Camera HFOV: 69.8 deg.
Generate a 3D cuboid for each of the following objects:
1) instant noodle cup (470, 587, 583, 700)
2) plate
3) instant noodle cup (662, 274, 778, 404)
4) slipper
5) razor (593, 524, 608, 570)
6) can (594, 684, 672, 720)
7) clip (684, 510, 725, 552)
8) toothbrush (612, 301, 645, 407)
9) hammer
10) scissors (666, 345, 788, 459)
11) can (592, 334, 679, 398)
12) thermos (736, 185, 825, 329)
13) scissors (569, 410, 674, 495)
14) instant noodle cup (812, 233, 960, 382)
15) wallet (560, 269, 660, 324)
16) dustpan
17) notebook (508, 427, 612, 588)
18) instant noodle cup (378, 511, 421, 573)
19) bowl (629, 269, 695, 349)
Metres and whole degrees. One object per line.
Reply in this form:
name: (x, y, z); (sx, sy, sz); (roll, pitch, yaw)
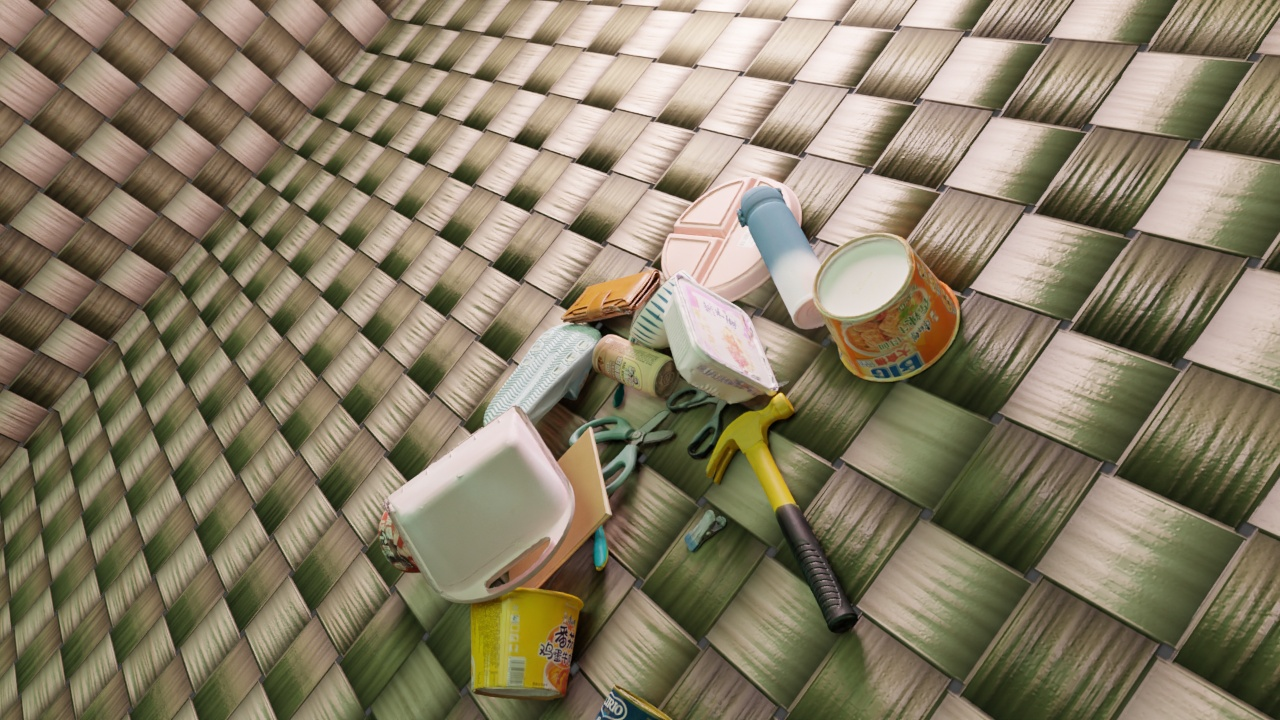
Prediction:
instant noodle cup: (-0.138, 0.336, 1.077); (0.138, 0.138, 0.109); (-16, 59, 31)
plate: (0.125, -0.179, 1.332); (0.230, 0.028, 0.229); (-22, 47, 25)
instant noodle cup: (0.090, -0.019, 1.154); (0.060, 0.138, 0.173); (-49, 32, 24)
slipper: (-0.133, 0.036, 1.343); (0.104, 0.074, 0.244); (9, 47, 37)
razor: (-0.056, 0.217, 1.170); (0.043, 0.028, 0.132); (-23, 39, 8)
can: (-0.024, 0.408, 0.957); (0.075, 0.075, 0.111); (18, 72, 46)
clip: (0.073, 0.201, 1.082); (0.056, 0.027, 0.024); (-45, 38, 17)
toothbrush: (-0.016, -0.013, 1.331); (0.018, 0.016, 0.191); (128, 159, -56)
hammer: (0.162, 0.169, 1.021); (0.129, 0.033, 0.300); (-37, 42, 12)
scissors: (0.106, 0.050, 1.181); (0.160, 0.014, 0.180); (17, 68, 44)
can: (-0.007, 0.007, 1.259); (0.116, 0.058, 0.058); (22, 74, 36)
thermos: (0.188, -0.140, 1.194); (0.070, 0.070, 0.220); (-33, 51, 16)
scissors: (-0.037, 0.128, 1.217); (0.171, 0.019, 0.180); (-8, 40, 31)
instant noodle cup: (0.274, -0.067, 1.052); (0.152, 0.111, 0.151); (-22, 47, 26)
wallet: (-0.046, -0.089, 1.380); (0.131, 0.035, 0.118); (-11, 24, 34)
dustpan: (-0.196, 0.186, 1.143); (0.222, 0.139, 0.273); (-36, 10, -7)
notebook: (-0.115, 0.206, 1.198); (0.212, 0.012, 0.149); (-48, 36, 26)
instant noodle cup: (-0.293, 0.237, 1.284); (0.109, 0.138, 0.137); (-21, 46, 38)
bowl: (0.047, -0.060, 1.257); (0.066, 0.116, 0.116); (40, 86, 9)
